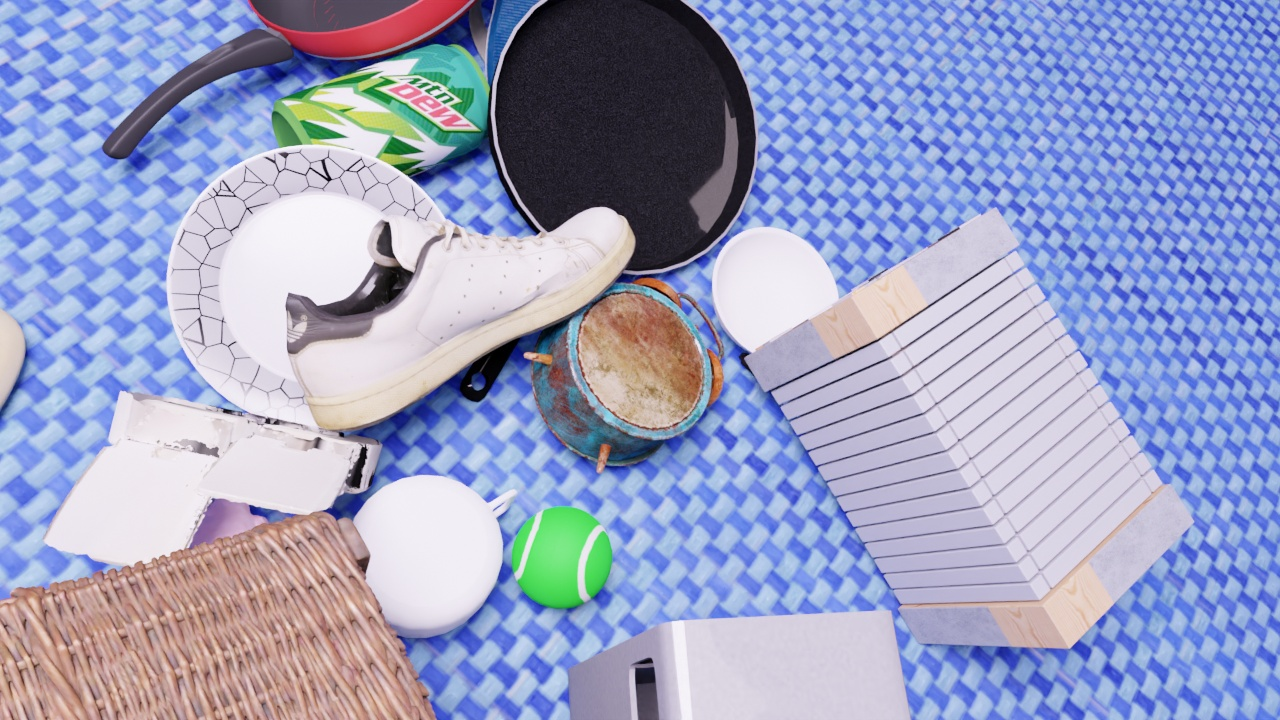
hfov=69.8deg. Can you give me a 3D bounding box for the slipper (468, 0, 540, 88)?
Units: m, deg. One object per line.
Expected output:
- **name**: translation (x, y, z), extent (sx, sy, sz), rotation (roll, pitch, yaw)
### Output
- **slipper**: translation (-0.085, -0.291, 0.774), extent (0.118, 0.060, 0.294), rotation (-3, 73, -21)

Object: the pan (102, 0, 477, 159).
- **pan**: translation (-0.247, -0.261, 0.688), extent (0.209, 0.067, 0.355), rotation (31, 74, 27)

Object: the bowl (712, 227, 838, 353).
- **bowl**: translation (0.099, -0.047, 0.727), extent (0.109, 0.041, 0.109), rotation (6, 73, -20)

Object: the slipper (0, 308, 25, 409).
- **slipper**: translation (-0.455, 0.060, 0.501), extent (0.111, 0.079, 0.260), rotation (25, 62, -1)

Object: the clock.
- **clock**: translation (-0.004, 0.004, 0.658), extent (0.157, 0.074, 0.121), rotation (-31, 87, -37)

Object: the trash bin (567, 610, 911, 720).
- **trash bin**: translation (0.040, 0.212, 0.492), extent (0.114, 0.229, 0.114), rotation (2, 67, -16)

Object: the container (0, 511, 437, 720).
- **container**: translation (-0.173, 0.194, 0.383), extent (0.182, 0.163, 0.250), rotation (-21, 65, -36)

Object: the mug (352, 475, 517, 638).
- **mug**: translation (-0.127, 0.117, 0.575), extent (0.115, 0.068, 0.094), rotation (-33, 79, -26)

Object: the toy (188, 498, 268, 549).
- **toy**: translation (-0.253, 0.127, 0.544), extent (0.102, 0.050, 0.093), rotation (-14, 74, -18)

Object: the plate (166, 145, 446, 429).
- **plate**: translation (-0.215, -0.049, 0.621), extent (0.188, 0.016, 0.188), rotation (-1, 93, -14)

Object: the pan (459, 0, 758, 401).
- **pan**: translation (-0.042, -0.124, 0.699), extent (0.225, 0.034, 0.355), rotation (35, 76, -22)

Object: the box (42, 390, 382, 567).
- **box**: translation (-0.230, 0.060, 0.520), extent (0.145, 0.185, 0.066), rotation (13, 103, -8)

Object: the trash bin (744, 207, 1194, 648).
- **trash bin**: translation (0.220, 0.052, 0.643), extent (0.142, 0.143, 0.247), rotation (-30, 88, -26)

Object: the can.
- **can**: translation (-0.187, -0.175, 0.677), extent (0.143, 0.083, 0.083), rotation (-31, 78, -26)

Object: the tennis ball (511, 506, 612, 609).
- **tennis ball**: translation (-0.051, 0.127, 0.595), extent (0.065, 0.065, 0.065), rotation (6, 65, -14)

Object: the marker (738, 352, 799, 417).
- **marker**: translation (0.132, 0.048, 0.715), extent (0.152, 0.011, 0.011), rotation (45, 63, 5)

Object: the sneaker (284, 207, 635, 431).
- **sneaker**: translation (-0.116, -0.056, 0.582), extent (0.241, 0.089, 0.102), rotation (-34, 118, -25)
